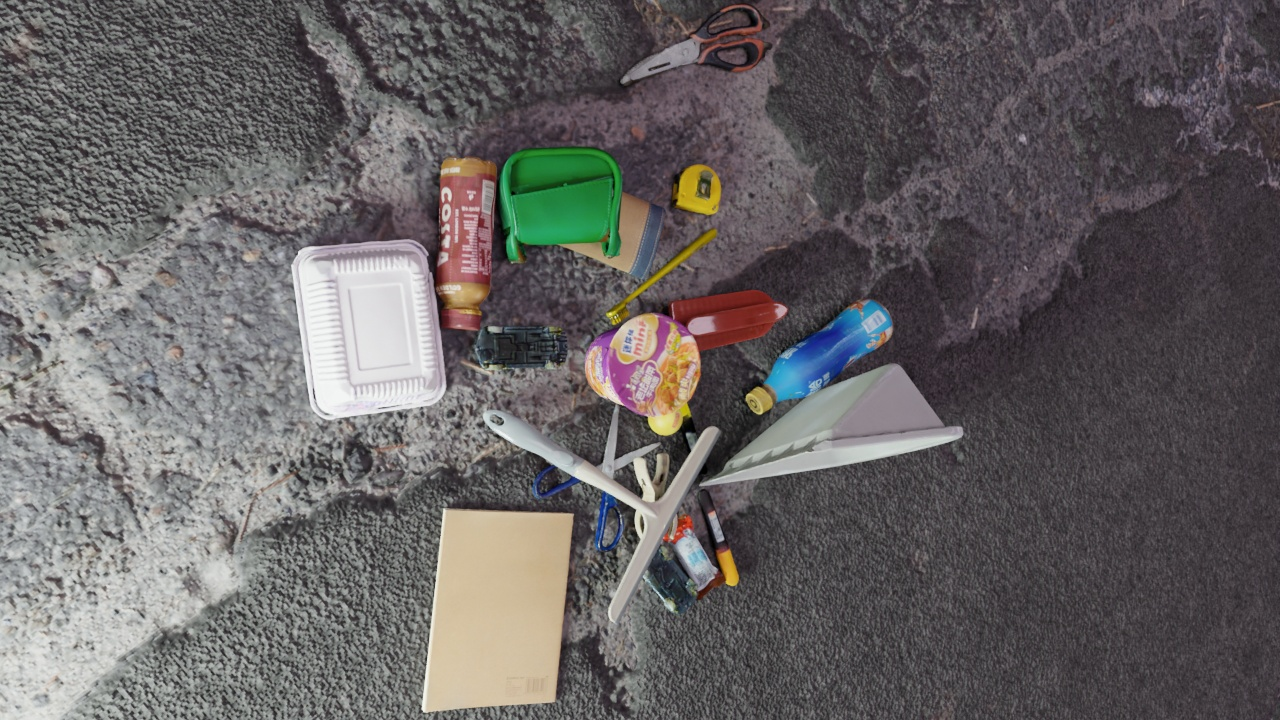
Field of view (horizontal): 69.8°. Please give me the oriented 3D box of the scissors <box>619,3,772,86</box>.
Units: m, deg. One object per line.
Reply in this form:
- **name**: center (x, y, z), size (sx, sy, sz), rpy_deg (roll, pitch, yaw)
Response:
- **scissors**: center (0.070, -0.356, 1.096), size (0.177, 0.015, 0.210), rpy_deg (31, 77, -24)

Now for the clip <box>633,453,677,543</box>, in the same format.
- **clip**: center (0.016, 0.158, 1.057), size (0.076, 0.035, 0.100), rpy_deg (-7, 91, -45)

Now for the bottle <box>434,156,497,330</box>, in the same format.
- **bottle**: center (-0.181, -0.119, 0.950), size (0.057, 0.057, 0.175), rpy_deg (4, 88, -26)

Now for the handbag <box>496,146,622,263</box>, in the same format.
- **handbag**: center (-0.086, -0.164, 0.974), size (0.131, 0.068, 0.120), rpy_deg (-3, 89, -9)

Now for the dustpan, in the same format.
- **dustpan**: center (0.245, 0.110, 1.075), size (0.257, 0.223, 0.142), rpy_deg (-38, 94, -32)

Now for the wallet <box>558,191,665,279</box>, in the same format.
- **wallet**: center (-0.033, -0.151, 1.038), size (0.115, 0.033, 0.090), rpy_deg (19, 79, -24)

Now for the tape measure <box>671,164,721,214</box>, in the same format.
- **tape measure**: center (0.069, -0.203, 1.089), size (0.060, 0.029, 0.057), rpy_deg (8, 86, -26)

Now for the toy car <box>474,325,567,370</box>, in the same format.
- **toy car**: center (-0.129, -0.014, 0.990), size (0.105, 0.031, 0.049), rpy_deg (-1, 90, -28)

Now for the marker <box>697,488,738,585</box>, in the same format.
- **marker**: center (0.093, 0.214, 1.111), size (0.018, 0.015, 0.124), rpy_deg (-21, 97, -22)

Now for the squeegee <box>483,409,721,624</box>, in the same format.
- **squeegee**: center (-0.061, 0.119, 0.992), size (0.246, 0.039, 0.246), rpy_deg (33, 77, -11)

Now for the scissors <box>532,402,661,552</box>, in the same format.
- **scissors**: center (-0.046, 0.132, 1.040), size (0.162, 0.012, 0.175), rpy_deg (2, 85, -29)

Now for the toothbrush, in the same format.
- **toothbrush**: center (0.028, -0.099, 1.060), size (0.189, 0.016, 0.016), rpy_deg (-42, 113, -30)

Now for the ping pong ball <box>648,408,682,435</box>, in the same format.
- **ping pong ball**: center (0.029, 0.067, 1.063), size (0.040, 0.040, 0.040), rpy_deg (0, 90, -26)

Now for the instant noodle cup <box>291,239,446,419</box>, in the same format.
- **instant noodle cup**: center (-0.262, -0.033, 0.911), size (0.137, 0.060, 0.173), rpy_deg (-8, 95, -26)

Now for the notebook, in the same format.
- **notebook**: center (-0.150, 0.269, 0.993), size (0.149, 0.012, 0.211), rpy_deg (7, 87, -27)

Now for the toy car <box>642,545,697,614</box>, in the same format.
- **toy car**: center (0.029, 0.253, 1.068), size (0.042, 0.034, 0.090), rpy_deg (-43, 105, -17)

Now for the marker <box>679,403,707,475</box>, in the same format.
- **marker**: center (0.056, 0.081, 1.093), size (0.018, 0.015, 0.124), rpy_deg (-26, 104, -28)

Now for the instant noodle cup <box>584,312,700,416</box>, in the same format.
- **instant noodle cup**: center (-0.006, 0.006, 1.014), size (0.111, 0.099, 0.111), rpy_deg (1, 89, -27)

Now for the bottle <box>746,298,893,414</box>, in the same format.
- **bottle**: center (0.221, -0.001, 1.145), size (0.218, 0.065, 0.065), rpy_deg (-33, 104, -22)

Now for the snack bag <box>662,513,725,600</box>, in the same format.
- **snack bag**: center (0.062, 0.233, 1.088), size (0.045, 0.026, 0.105), rpy_deg (-34, 104, -17)

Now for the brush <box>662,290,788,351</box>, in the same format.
- **brush**: center (0.103, -0.049, 1.083), size (0.145, 0.069, 0.063), rpy_deg (-11, 96, -26)
